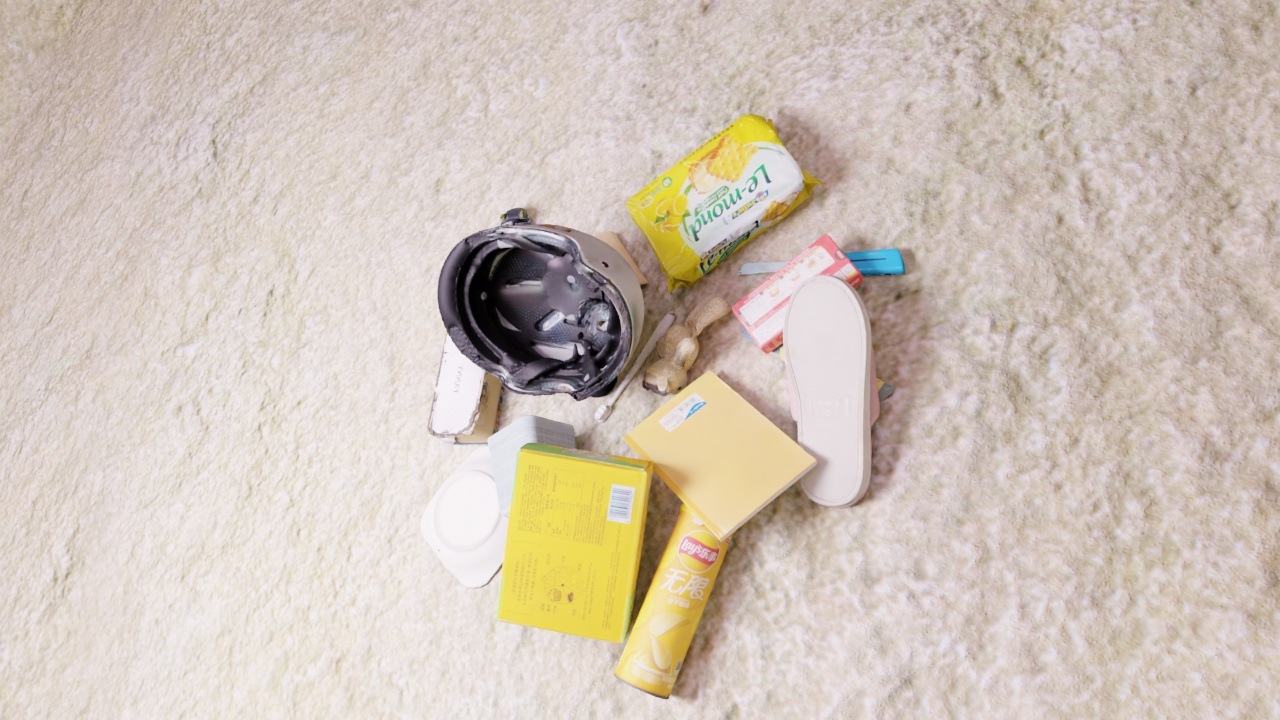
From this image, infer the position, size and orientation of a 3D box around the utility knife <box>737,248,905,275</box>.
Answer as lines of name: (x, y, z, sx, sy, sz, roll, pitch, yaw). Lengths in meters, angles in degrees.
utility knife: (0.227, -0.121, 1.172, 0.219, 0.018, 0.034, 0, 70, 29)

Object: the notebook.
notebook: (0.089, 0.106, 1.094, 0.145, 0.010, 0.206, -38, 46, -11)

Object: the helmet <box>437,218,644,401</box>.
helmet: (-0.109, -0.078, 1.190, 0.274, 0.156, 0.230, 11, 115, 27)

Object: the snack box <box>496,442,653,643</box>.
snack box: (-0.077, 0.212, 1.084, 0.158, 0.070, 0.210, 8, 95, 7)

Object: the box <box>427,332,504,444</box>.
box: (-0.245, 0.029, 1.325, 0.090, 0.062, 0.184, -1, 67, 26)

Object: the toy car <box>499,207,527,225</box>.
toy car: (-0.195, -0.191, 1.406, 0.043, 0.036, 0.091, -5, 68, 26)

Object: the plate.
plate: (-0.229, 0.208, 1.255, 0.164, 0.034, 0.163, 37, 89, 35)

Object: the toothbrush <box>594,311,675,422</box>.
toothbrush: (-0.007, 0.007, 1.237, 0.016, 0.016, 0.180, 33, 86, 27)

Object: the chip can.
chip can: (0.042, 0.277, 1.065, 0.072, 0.072, 0.213, 17, 78, 31)

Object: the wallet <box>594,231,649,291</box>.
wallet: (-0.052, -0.133, 1.297, 0.087, 0.024, 0.115, -20, 57, -18)

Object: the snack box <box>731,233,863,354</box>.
snack box: (0.195, -0.083, 1.147, 0.153, 0.025, 0.075, -39, 56, 11)

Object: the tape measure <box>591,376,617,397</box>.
tape measure: (-0.062, 0.020, 1.246, 0.057, 0.039, 0.057, -4, 67, 25)

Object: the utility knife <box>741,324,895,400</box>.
utility knife: (0.210, 0.000, 1.128, 0.216, 0.022, 0.031, 28, 81, 27)

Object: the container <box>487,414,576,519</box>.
container: (-0.135, 0.144, 1.191, 0.090, 0.090, 0.111, -32, 56, 33)

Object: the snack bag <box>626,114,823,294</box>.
snack bag: (0.106, -0.215, 1.243, 0.247, 0.068, 0.158, -35, 57, 10)

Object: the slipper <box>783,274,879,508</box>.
slipper: (0.225, 0.035, 1.076, 0.114, 0.054, 0.274, -9, 79, 32)

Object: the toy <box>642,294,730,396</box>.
toy: (0.061, -0.021, 1.194, 0.157, 0.066, 0.105, -54, 24, -7)
